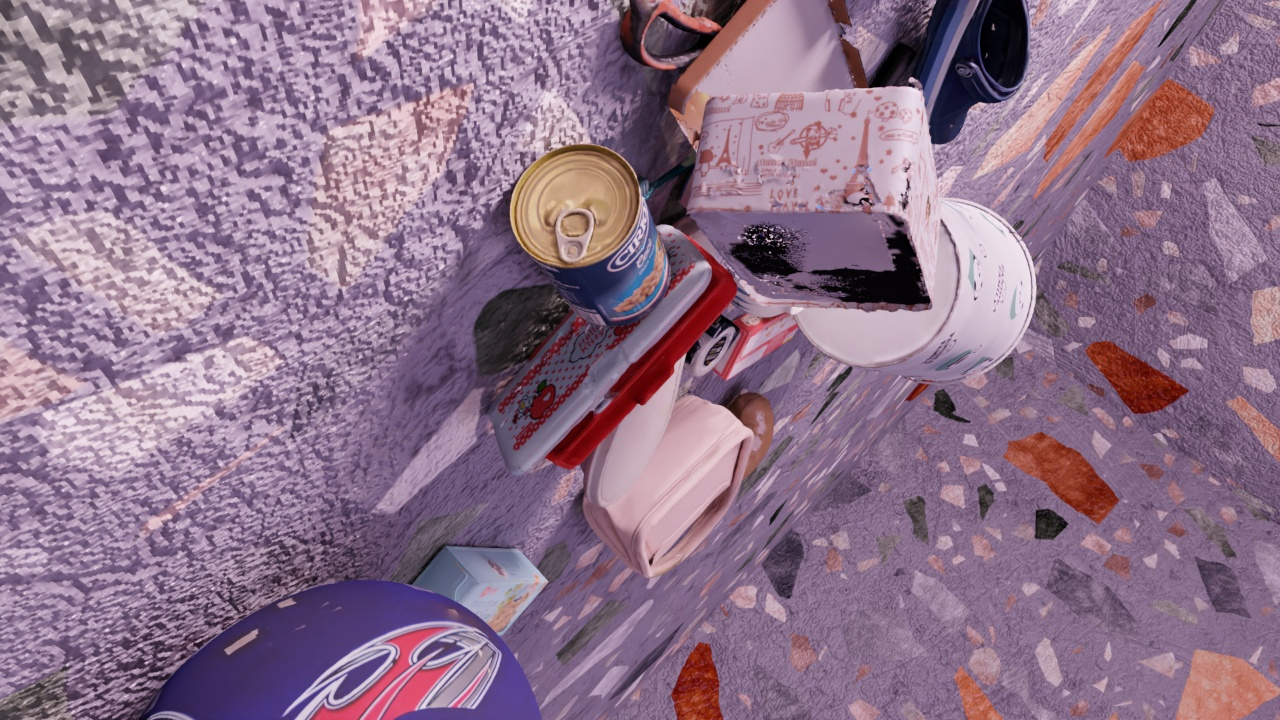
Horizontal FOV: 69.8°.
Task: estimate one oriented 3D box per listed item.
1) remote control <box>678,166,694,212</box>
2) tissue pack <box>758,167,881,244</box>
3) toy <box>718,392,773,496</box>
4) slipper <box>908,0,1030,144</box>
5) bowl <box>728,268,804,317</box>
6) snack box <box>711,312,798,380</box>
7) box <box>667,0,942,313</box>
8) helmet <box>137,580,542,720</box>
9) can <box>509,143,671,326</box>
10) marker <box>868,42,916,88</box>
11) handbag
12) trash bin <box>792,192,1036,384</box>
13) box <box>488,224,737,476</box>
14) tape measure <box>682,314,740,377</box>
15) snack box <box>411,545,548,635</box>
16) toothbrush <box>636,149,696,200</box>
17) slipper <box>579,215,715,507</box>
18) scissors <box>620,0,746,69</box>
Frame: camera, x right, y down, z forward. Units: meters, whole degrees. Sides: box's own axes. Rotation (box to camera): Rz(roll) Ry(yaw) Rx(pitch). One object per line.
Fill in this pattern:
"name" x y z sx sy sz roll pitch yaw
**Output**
"remote control" 0.078 -0.145 0.719 0.124 0.024 0.049 -26 151 -49
"tissue pack" 0.154 -0.133 0.817 0.157 0.052 0.095 -42 124 -15
"toy" 0.085 0.132 1.179 0.225 0.082 0.144 -36 143 -25
"slipper" 0.298 -0.277 0.803 0.105 0.095 0.253 -59 164 -10
"bowl" 0.143 -0.087 0.900 0.116 0.066 0.117 -41 159 -20
"snack box" 0.144 -0.036 1.060 0.152 0.025 0.075 -29 151 -44
"box" 0.117 -0.145 0.599 0.182 0.154 0.184 35 63 -64
"helmet" -0.205 0.276 0.575 0.314 0.248 0.240 -32 115 -52
"can" -0.026 -0.071 0.558 0.075 0.075 0.111 -47 161 -4
"marker" 0.205 -0.228 0.840 0.132 0.020 0.022 -57 -162 23
"handbag" 0.041 0.170 1.056 0.193 0.093 0.234 -41 146 -22
"trash bin" 0.298 -0.084 1.026 0.251 0.229 0.230 -1 130 -58
"box" -0.017 0.003 0.654 0.202 0.095 0.101 -47 -157 11
"tape measure" 0.063 -0.018 0.909 0.066 0.033 0.065 -54 158 7
"snack box" -0.154 0.219 0.861 0.074 0.051 0.175 -48 161 1
"toothbrush" 0.050 -0.156 0.654 0.191 0.016 0.018 -38 147 -27
"slipper" -0.005 0.004 0.772 0.113 0.054 0.275 -27 139 -54
"scissors" 0.058 -0.213 0.561 0.188 0.015 0.226 -41 158 -22
